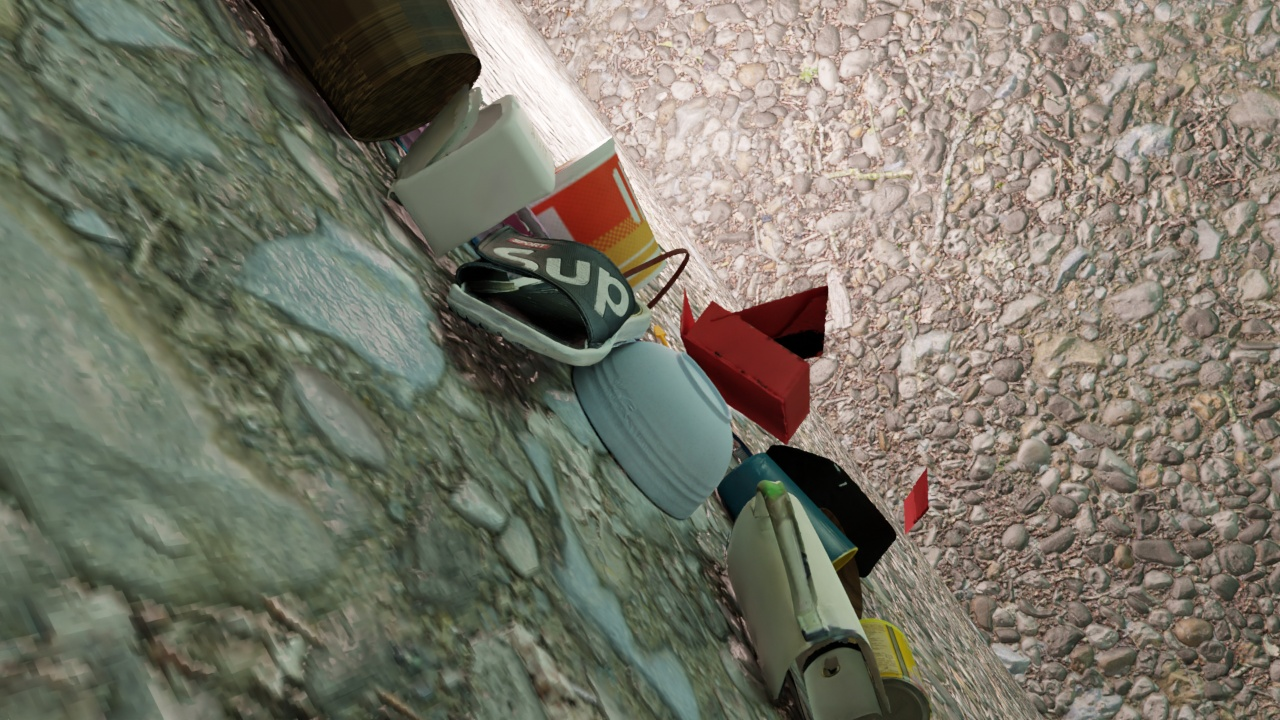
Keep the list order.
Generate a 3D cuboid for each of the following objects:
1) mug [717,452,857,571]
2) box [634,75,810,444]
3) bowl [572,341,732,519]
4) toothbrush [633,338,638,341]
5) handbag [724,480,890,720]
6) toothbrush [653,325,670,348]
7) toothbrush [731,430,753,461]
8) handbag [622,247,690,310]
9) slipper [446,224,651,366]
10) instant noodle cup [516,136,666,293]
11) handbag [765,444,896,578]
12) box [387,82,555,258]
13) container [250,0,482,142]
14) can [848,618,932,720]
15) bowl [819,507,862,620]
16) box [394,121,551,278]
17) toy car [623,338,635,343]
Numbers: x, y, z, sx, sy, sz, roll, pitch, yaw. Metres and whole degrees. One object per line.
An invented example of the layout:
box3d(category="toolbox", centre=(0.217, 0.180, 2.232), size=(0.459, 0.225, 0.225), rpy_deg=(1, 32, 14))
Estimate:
box3d(category="mug", centre=(0.129, 0.148, 0.838), size=(0.121, 0.078, 0.078), rpy_deg=(52, 10, 23))
box3d(category="box", centre=(0.078, -0.101, 1.093), size=(0.213, 0.128, 0.425), rpy_deg=(60, 7, -69))
box3d(category="bowl", centre=(0.022, 0.041, 0.714), size=(0.150, 0.075, 0.150), rpy_deg=(50, 12, -15))
box3d(category="toothbrush", centre=(-0.050, -0.063, 0.905), size=(0.186, 0.015, 0.016), rpy_deg=(48, 17, -26))
box3d(category="handbag", centre=(0.100, 0.153, 0.633), size=(0.151, 0.074, 0.176), rpy_deg=(-108, 177, -54))
box3d(category="toothbrush", centre=(0.042, 0.005, 1.044), size=(0.196, 0.031, 0.031), rpy_deg=(-116, -164, -58))
box3d(category="toothbrush", centre=(0.085, 0.065, 1.070), size=(0.135, 0.017, 0.021), rpy_deg=(50, 7, -2))
box3d(category="handbag", centre=(-0.007, -0.054, 0.771), size=(0.055, 0.120, 0.029), rpy_deg=(46, 13, -31))
box3d(category="slipper", centre=(-0.049, -0.050, 0.623), size=(0.111, 0.063, 0.263), rpy_deg=(26, 10, 10))
box3d(category="instant noodle cup", centre=(-0.047, -0.115, 0.822), size=(0.121, 0.123, 0.123), rpy_deg=(58, 9, -15))
box3d(category="handbag", centre=(0.189, 0.178, 1.027), size=(0.153, 0.114, 0.125), rpy_deg=(42, -9, -32))
box3d(category="box", centre=(-0.123, -0.144, 0.609), size=(0.102, 0.102, 0.108), rpy_deg=(60, 7, -24))
box3d(category="container", centre=(-0.192, -0.244, 0.608), size=(0.167, 0.132, 0.132), rpy_deg=(59, 11, 1))
box3d(category="can", centre=(0.197, 0.265, 0.755), size=(0.067, 0.068, 0.105), rpy_deg=(52, 11, -4))
box3d(category="bowl", centre=(0.183, 0.209, 0.913), size=(0.119, 0.032, 0.119), rpy_deg=(43, 36, -44))
box3d(category="box", centre=(-0.145, -0.172, 0.717), size=(0.230, 0.063, 0.084), rpy_deg=(52, 11, -3))
box3d(category="toy car", centre=(-0.005, 0.005, 0.839), size=(0.108, 0.027, 0.060), rpy_deg=(49, 11, -17))
